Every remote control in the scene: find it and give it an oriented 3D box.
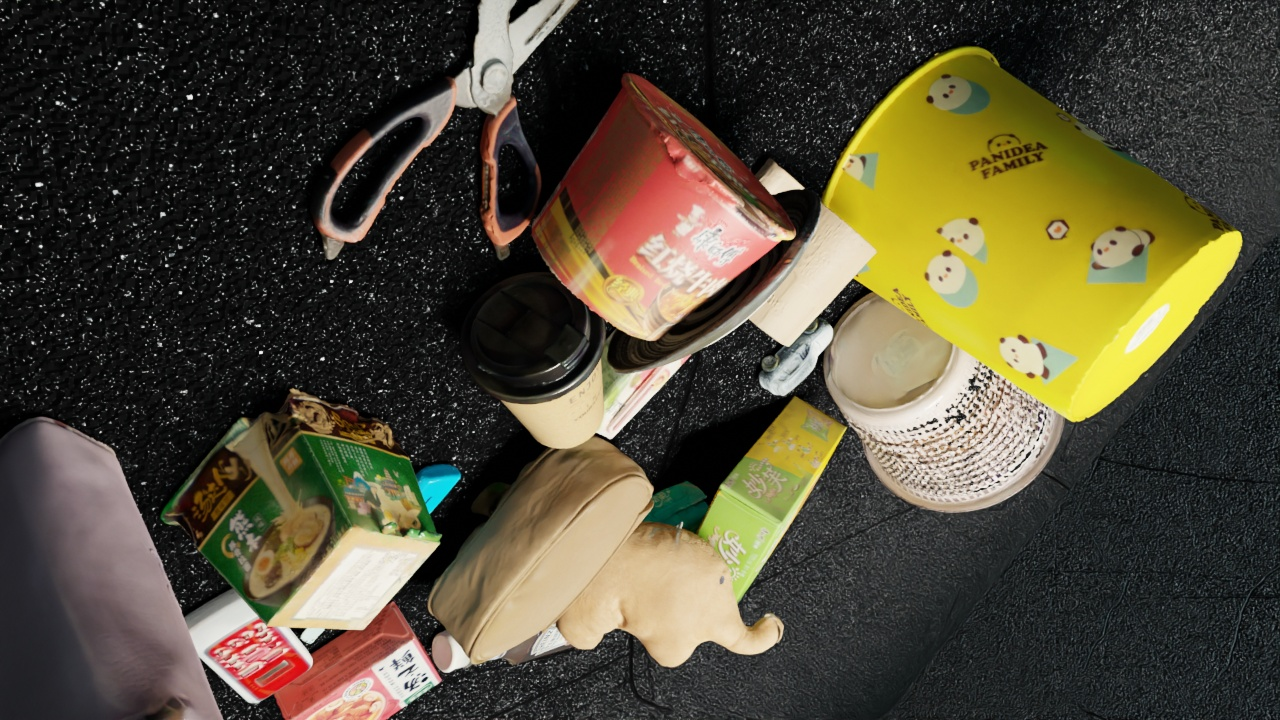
[{"bbox_3d":[-0.284,0.209,0.669,0.055,0.020,0.136,-30,146,-21],"label":"remote control"}]

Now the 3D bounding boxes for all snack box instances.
[{"bbox_3d":[-0.197,0.101,0.560,0.117,0.105,0.118,-48,148,7],"label":"snack box"},{"bbox_3d":[-0.235,0.277,0.781,0.113,0.044,0.127,-32,147,-19],"label":"snack box"},{"bbox_3d":[0.124,0.152,0.956,0.209,0.070,0.158,-39,156,-53],"label":"snack box"}]

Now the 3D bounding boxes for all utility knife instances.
[{"bbox_3d":[-0.203,0.150,0.695,0.187,0.018,0.034,-50,149,12],"label":"utility knife"}]

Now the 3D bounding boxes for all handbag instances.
[{"bbox_3d":[-0.283,0.143,0.426,0.145,0.197,0.098,-45,146,1],"label":"handbag"},{"bbox_3d":[-0.081,0.148,0.761,0.204,0.100,0.147,-49,156,8],"label":"handbag"}]

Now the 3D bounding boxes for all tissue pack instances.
[{"bbox_3d":[0.015,0.194,0.962,0.093,0.050,0.134,-19,141,-39],"label":"tissue pack"}]

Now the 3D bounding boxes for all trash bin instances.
[{"bbox_3d":[0.299,0.025,0.958,0.228,0.227,0.192,-50,136,9],"label":"trash bin"},{"bbox_3d":[0.318,-0.098,0.768,0.229,0.255,0.230,-29,146,-22],"label":"trash bin"}]

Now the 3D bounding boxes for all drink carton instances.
[{"bbox_3d":[-0.004,0.004,0.722,0.122,0.045,0.053,-47,149,5],"label":"drink carton"}]

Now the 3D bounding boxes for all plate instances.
[{"bbox_3d":[0.052,-0.049,0.622,0.179,0.179,0.024,-44,107,-1],"label":"plate"}]

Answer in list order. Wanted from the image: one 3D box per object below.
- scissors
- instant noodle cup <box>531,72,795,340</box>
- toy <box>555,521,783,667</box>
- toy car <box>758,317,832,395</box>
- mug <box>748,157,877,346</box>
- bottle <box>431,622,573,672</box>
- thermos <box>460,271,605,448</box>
[{"bbox_3d":[-0.091,-0.135,0.491,0.188,0.015,0.227,-26,143,-27],"label":"scissors"},{"bbox_3d":[0.008,-0.087,0.558,0.109,0.138,0.137,-46,150,20],"label":"instant noodle cup"},{"bbox_3d":[0.024,0.219,0.863,0.082,0.226,0.143,-61,158,-67],"label":"toy"},{"bbox_3d":[0.156,-0.004,0.908,0.090,0.034,0.043,-45,145,-1],"label":"toy car"},{"bbox_3d":[0.110,-0.084,0.728,0.124,0.084,0.104,32,105,-33],"label":"mug"},{"bbox_3d":[-0.116,0.266,0.906,0.194,0.044,0.080,1,126,-48],"label":"bottle"},{"bbox_3d":[-0.063,0.007,0.624,0.093,0.093,0.143,-37,155,-12],"label":"thermos"}]
